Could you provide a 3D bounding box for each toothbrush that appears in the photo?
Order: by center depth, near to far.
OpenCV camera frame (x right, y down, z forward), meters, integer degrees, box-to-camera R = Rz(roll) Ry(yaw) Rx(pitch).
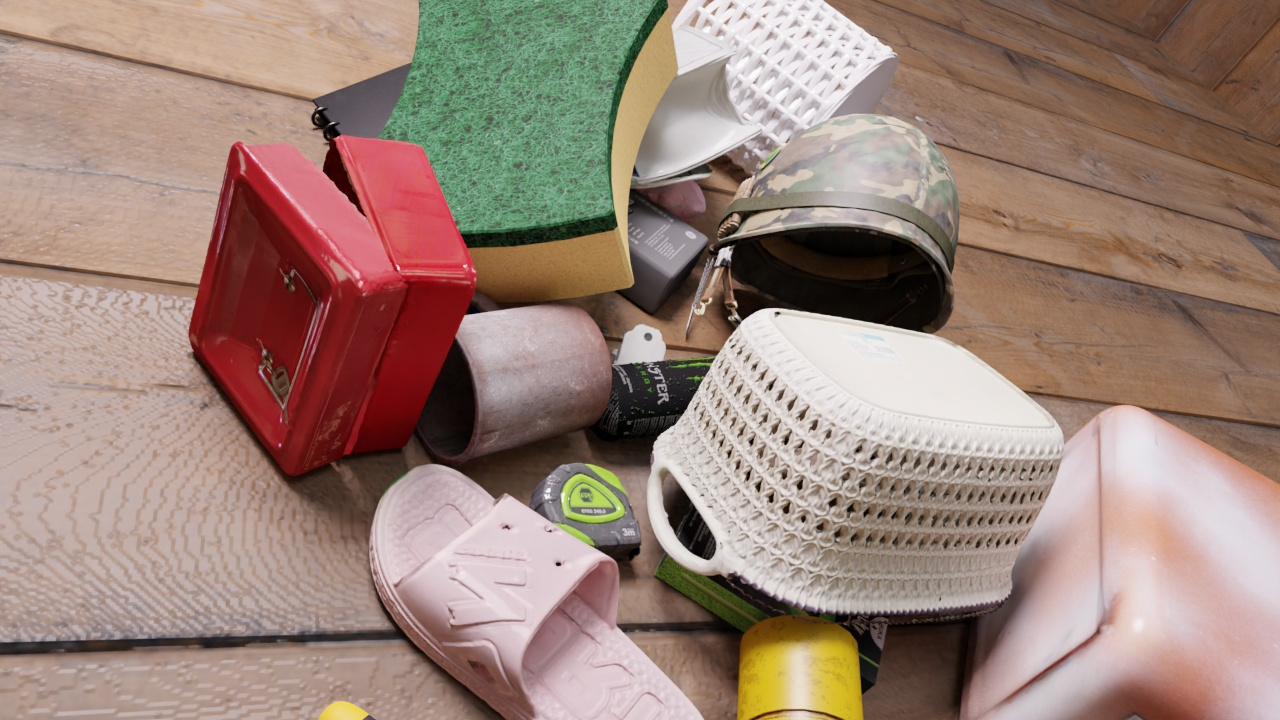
[{"bbox_3d":[-0.073,0.226,0.412,0.196,0.031,0.030,41,54,7],"label":"toothbrush"}]

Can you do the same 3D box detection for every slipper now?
[{"bbox_3d":[-0.051,0.140,0.489,0.239,0.065,0.094,42,41,12],"label":"slipper"}]

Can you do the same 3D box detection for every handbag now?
[{"bbox_3d":[0.014,-0.225,0.829,0.142,0.096,0.198,-25,29,1],"label":"handbag"}]

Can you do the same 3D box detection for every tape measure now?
[{"bbox_3d":[-0.038,0.095,0.568,0.065,0.036,0.058,8,53,-30],"label":"tape measure"}]

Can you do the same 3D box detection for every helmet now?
[{"bbox_3d":[0.153,-0.075,0.747,0.192,0.225,0.235,24,64,-17],"label":"helmet"}]

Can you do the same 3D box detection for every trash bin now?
[{"bbox_3d":[0.325,0.171,0.599,0.157,0.182,0.258,32,40,5],"label":"trash bin"}]

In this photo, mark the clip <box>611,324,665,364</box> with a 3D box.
[{"bbox_3d":[-0.004,0.005,0.698,0.101,0.040,0.054,21,60,-13],"label":"clip"}]

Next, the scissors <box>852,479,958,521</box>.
[{"bbox_3d":[0.222,0.106,0.730,0.150,0.019,0.130,43,41,16],"label":"scissors"}]

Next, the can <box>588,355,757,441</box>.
[{"bbox_3d":[0.028,0.025,0.655,0.137,0.054,0.054,-5,50,-26],"label":"can"}]

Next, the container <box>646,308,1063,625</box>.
[{"bbox_3d":[0.141,0.063,0.585,0.251,0.143,0.184,7,27,-31],"label":"container"}]

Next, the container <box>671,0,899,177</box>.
[{"bbox_3d":[0.141,-0.299,0.975,0.187,0.190,0.188,41,40,11],"label":"container"}]

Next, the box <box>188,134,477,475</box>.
[{"bbox_3d":[-0.167,-0.032,0.529,0.117,0.158,0.135,-15,58,-47],"label":"box"}]

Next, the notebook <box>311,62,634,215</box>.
[{"bbox_3d":[-0.141,-0.165,0.747,0.168,0.019,0.231,-31,66,-24],"label":"notebook"}]

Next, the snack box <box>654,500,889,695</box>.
[{"bbox_3d":[0.090,0.146,0.599,0.147,0.025,0.080,32,39,2],"label":"snack box"}]

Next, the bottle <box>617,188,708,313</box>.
[{"bbox_3d":[-0.035,-0.120,0.788,0.174,0.046,0.083,35,39,5],"label":"bottle"}]

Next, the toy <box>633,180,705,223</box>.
[{"bbox_3d":[0.025,-0.149,0.844,0.099,0.053,0.096,10,14,-22],"label":"toy"}]

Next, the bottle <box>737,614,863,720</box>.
[{"bbox_3d":[0.085,0.222,0.479,0.071,0.071,0.163,22,40,-10],"label":"bottle"}]

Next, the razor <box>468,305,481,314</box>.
[{"bbox_3d":[-0.108,-0.082,0.673,0.042,0.022,0.143,8,57,-2],"label":"razor"}]

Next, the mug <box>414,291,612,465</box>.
[{"bbox_3d":[-0.092,-0.001,0.590,0.110,0.097,0.123,-8,61,-45],"label":"mug"}]

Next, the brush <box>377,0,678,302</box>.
[{"bbox_3d":[-0.088,-0.164,0.662,0.195,0.075,0.249,3,58,13],"label":"brush"}]
